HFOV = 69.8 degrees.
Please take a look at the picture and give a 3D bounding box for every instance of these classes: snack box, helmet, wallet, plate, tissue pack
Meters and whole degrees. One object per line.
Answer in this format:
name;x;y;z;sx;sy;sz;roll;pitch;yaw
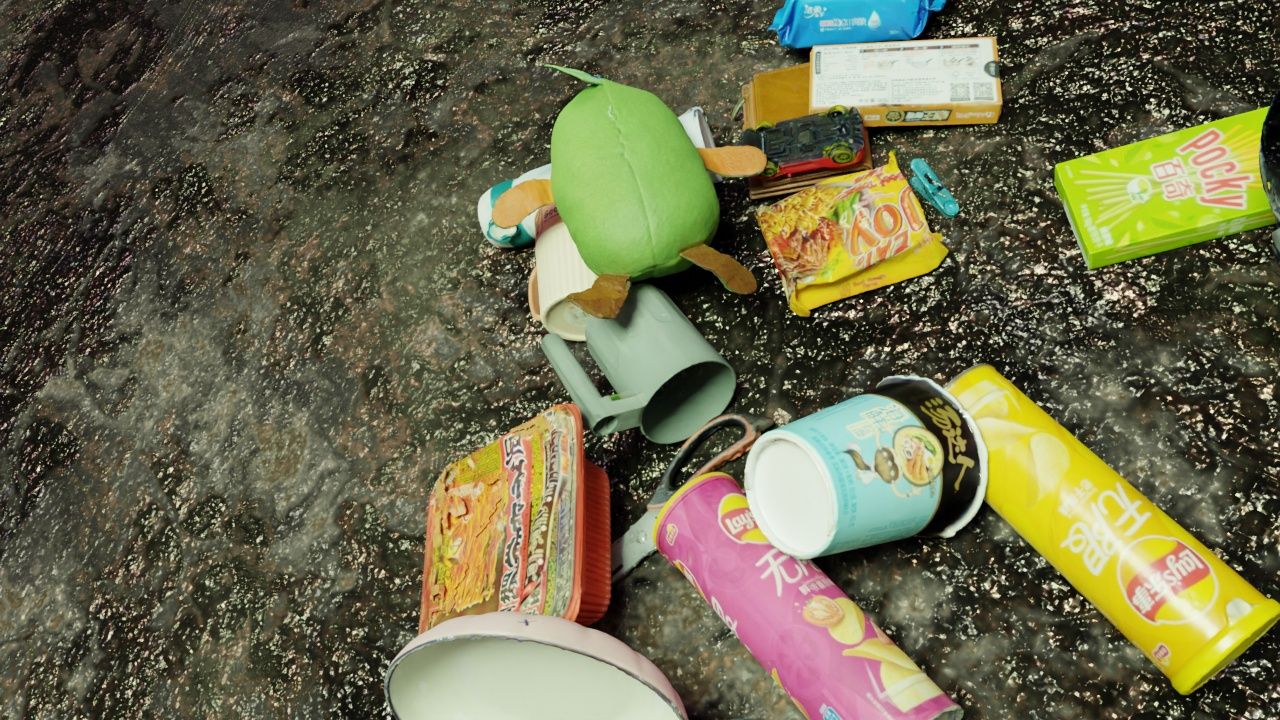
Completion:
snack box;0.220;-0.233;0.772;0.154;0.026;0.075;1;61;11
helmet;0.480;-0.059;0.496;0.230;0.157;0.273;-28;44;9
wallet;0.137;-0.206;0.807;0.119;0.035;0.130;-9;59;17
plate;-0.062;0.212;0.578;0.193;0.192;0.038;-10;38;19
tissue pack;0.195;-0.320;0.817;0.157;0.052;0.094;5;39;26
snack box;0.389;-0.124;0.653;0.156;0.026;0.085;-14;59;17

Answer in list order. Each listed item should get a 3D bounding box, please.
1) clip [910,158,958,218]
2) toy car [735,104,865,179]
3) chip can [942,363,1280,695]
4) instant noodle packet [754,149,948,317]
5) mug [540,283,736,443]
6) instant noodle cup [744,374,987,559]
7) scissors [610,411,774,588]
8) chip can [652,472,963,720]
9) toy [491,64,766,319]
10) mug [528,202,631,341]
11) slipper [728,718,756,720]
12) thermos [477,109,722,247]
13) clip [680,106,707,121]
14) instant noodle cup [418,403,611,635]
clip;0.234;-0.135;0.732;0.013;0.033;0.054;-37;67;4
toy car;0.132;-0.177;0.759;0.106;0.031;0.049;-7;64;16
chip can;0.267;0.094;0.558;0.072;0.072;0.213;-40;53;-1
instant noodle packet;0.165;-0.102;0.732;0.128;0.044;0.110;-21;60;12
mug;-0.004;0.004;0.709;0.123;0.084;0.103;-12;46;-27
instant noodle cup;0.134;0.073;0.574;0.120;0.111;0.111;-11;45;-34
scissors;0.023;0.128;0.682;0.206;0.015;0.201;3;64;25
chip can;0.094;0.159;0.567;0.071;0.071;0.210;-43;49;-4
toy;-0.006;-0.135;0.733;0.227;0.090;0.246;-11;60;-8
mug;-0.059;-0.075;0.802;0.115;0.081;0.105;-33;51;38
slipper;0.034;0.335;0.511;0.111;0.083;0.267;-12;54;35
thermos;-0.042;-0.159;0.841;0.224;0.073;0.073;-16;57;16
clip;0.039;-0.219;0.871;0.058;0.042;0.026;-42;53;-6
instant noodle cup;-0.087;0.137;0.666;0.189;0.079;0.164;-29;50;38
